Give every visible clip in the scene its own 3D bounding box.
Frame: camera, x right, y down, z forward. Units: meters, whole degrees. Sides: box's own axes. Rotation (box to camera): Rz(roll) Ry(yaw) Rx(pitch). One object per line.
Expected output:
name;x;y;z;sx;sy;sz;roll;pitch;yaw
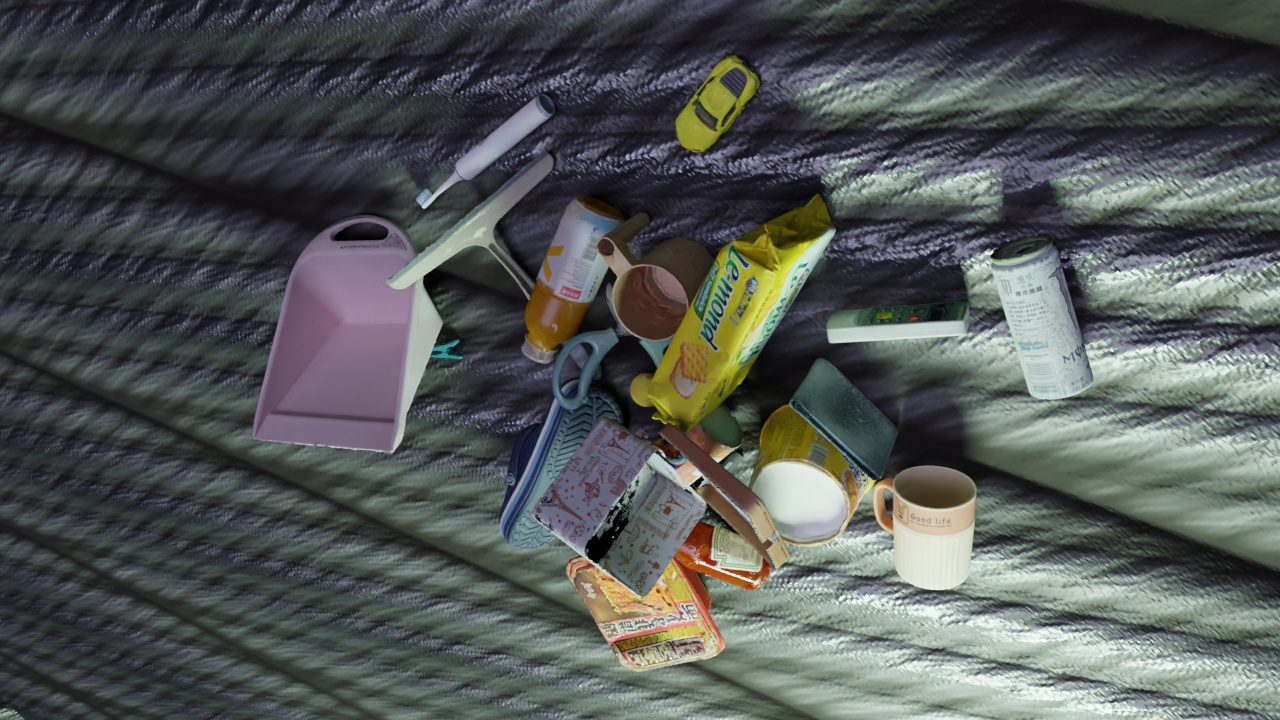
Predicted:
clip;-0.253;-0.013;1.183;0.057;0.015;0.050;-7;113;26

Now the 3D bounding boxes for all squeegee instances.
squeegee;-0.124;-0.075;1.078;0.247;0.039;0.246;-36;104;15

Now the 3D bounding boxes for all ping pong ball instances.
ping pong ball;0.008;0.034;1.069;0.040;0.040;0.040;11;118;20

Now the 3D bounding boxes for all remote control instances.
remote control;0.254;-0.039;0.910;0.135;0.056;0.019;-3;112;27

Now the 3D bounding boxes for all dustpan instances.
dustpan;-0.366;-0.037;1.113;0.223;0.272;0.139;0;139;22

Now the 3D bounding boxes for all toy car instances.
toy car;0.072;-0.250;0.904;0.048;0.032;0.105;42;126;0

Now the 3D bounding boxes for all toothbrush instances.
toothbrush;-0.181;-0.229;1.035;0.222;0.026;0.026;-28;106;33

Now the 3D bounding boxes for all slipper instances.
slipper;-0.106;0.123;1.141;0.095;0.105;0.253;47;120;41

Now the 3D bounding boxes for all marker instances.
marker;0.085;0.149;1.106;0.018;0.015;0.124;37;122;-1

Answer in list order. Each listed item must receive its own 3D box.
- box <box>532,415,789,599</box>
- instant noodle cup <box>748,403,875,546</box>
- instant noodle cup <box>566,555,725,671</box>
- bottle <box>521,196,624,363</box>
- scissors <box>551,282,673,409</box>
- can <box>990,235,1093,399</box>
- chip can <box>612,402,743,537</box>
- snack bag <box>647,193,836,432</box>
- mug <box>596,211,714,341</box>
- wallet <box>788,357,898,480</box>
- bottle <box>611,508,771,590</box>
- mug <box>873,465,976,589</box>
box;0.035;0.171;0.928;0.193;0.156;0.183;30;167;33
instant noodle cup;0.183;0.127;0.993;0.138;0.109;0.138;11;119;19
instant noodle cup;0.010;0.300;1.178;0.165;0.078;0.189;-22;105;31
bottle;-0.080;-0.086;1.014;0.068;0.067;0.190;29;110;9
scissors;-0.006;0.006;1.031;0.178;0.019;0.170;37;84;-15
can;0.373;-0.039;0.853;0.058;0.058;0.147;-14;108;30
chip can;0.027;0.131;1.091;0.071;0.071;0.215;45;124;-2
snack bag;0.097;-0.047;0.919;0.068;0.157;0.247;36;124;12
mug;0.016;-0.093;0.964;0.084;0.103;0.124;-35;97;33
wallet;0.213;0.060;0.953;0.121;0.097;0.019;42;128;1
bottle;0.056;0.215;1.085;0.206;0.059;0.060;22;125;-14
mug;0.301;0.174;0.987;0.115;0.081;0.106;21;127;46
